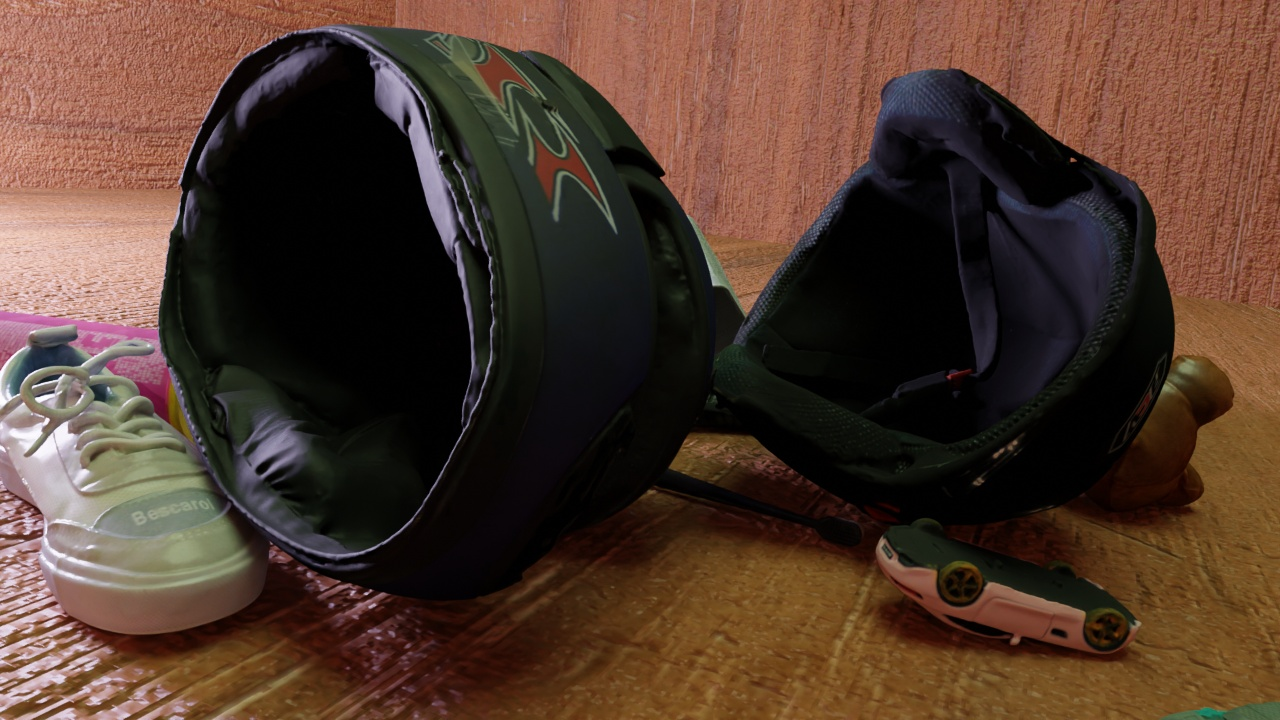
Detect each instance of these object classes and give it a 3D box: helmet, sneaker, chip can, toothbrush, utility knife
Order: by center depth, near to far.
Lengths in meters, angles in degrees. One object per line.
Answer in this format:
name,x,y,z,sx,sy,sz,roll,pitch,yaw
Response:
utility knife,0.275,0.143,0.368,0.151,0.013,0.029,1,15,-18
sneaker,-0.242,0.040,0.427,0.089,0.091,0.242,-8,19,-44
helmet,-0.077,-0.022,0.468,0.240,0.248,0.315,16,25,-49
helmet,0.182,-0.014,0.540,0.230,0.233,0.275,33,-1,-31
toothbrush,0.047,0.080,0.552,0.181,0.015,0.018,13,8,28
chip can,-0.361,0.007,0.570,0.211,0.071,0.071,7,13,8

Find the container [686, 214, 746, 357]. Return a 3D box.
container,0.035,-0.055,0.794,0.090,0.090,0.111,-26,45,12

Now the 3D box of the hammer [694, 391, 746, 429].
hammer,0.132,0.042,0.722,0.300,0.033,0.128,3,11,-10

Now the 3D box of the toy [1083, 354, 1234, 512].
toy,0.308,0.014,0.656,0.130,0.140,0.199,-25,39,-26

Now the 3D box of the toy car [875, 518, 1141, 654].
toy car,0.169,0.109,0.428,0.122,0.037,0.056,17,14,-5
